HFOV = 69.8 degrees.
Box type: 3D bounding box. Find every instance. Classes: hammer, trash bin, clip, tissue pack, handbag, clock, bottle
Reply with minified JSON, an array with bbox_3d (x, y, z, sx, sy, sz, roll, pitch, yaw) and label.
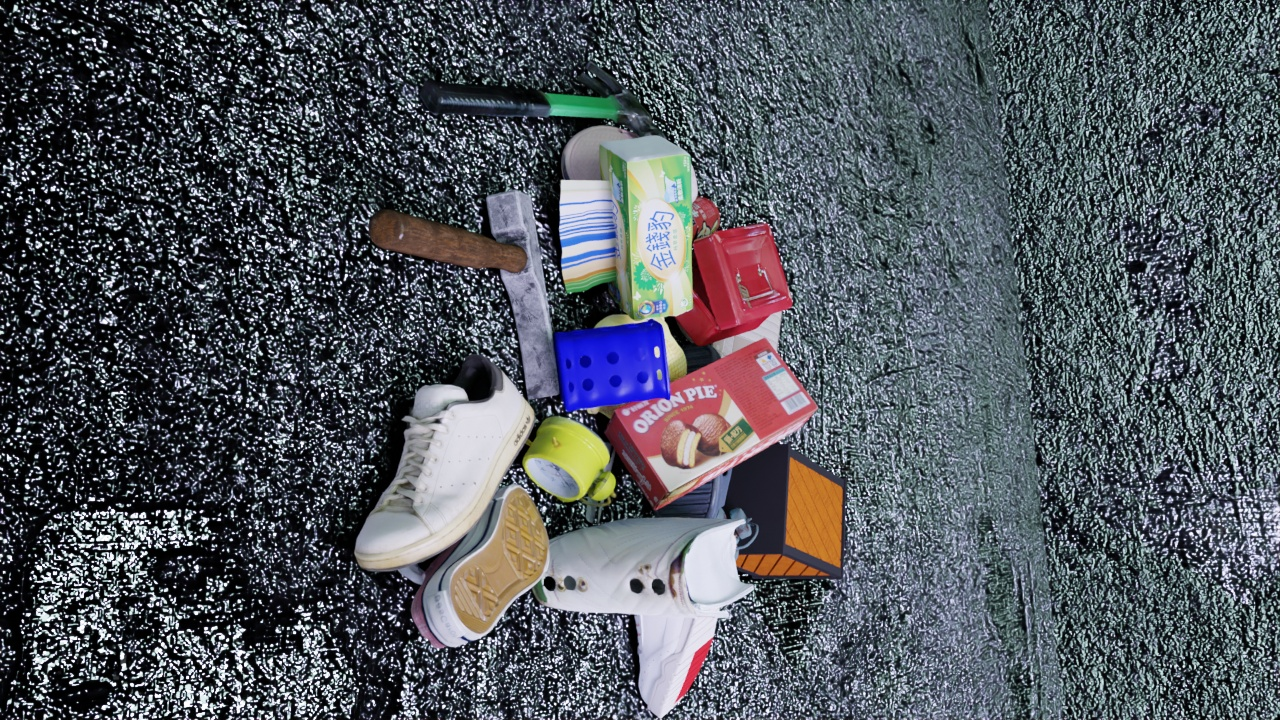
[{"bbox_3d":[-0.154,-0.066,0.852,0.300,0.037,0.217,-4,84,-75],"label":"hammer"},{"bbox_3d":[0.175,0.209,1.238,0.171,0.140,0.139,31,58,-47],"label":"trash bin"},{"bbox_3d":[-0.056,0.130,1.051,0.054,0.044,0.101,53,42,-50],"label":"clip"},{"bbox_3d":[-0.024,-0.147,1.051,0.141,0.120,0.198,-11,112,-16],"label":"tissue pack"},{"bbox_3d":[-0.107,-0.288,1.030,0.317,0.032,0.130,-14,66,-48],"label":"hammer"},{"bbox_3d":[0.003,0.219,0.954,0.141,0.199,0.096,-4,87,-53],"label":"handbag"},{"bbox_3d":[-0.072,0.113,0.974,0.119,0.083,0.056,53,49,-28],"label":"clock"},{"bbox_3d":[0.087,0.215,1.129,0.053,0.124,0.089,61,40,-21],"label":"clock"},{"bbox_3d":[0.116,-0.043,1.304,0.198,0.062,0.175,33,57,-36],"label":"handbag"},{"bbox_3d":[0.051,-0.175,1.222,0.137,0.062,0.062,-37,112,-50],"label":"bottle"}]

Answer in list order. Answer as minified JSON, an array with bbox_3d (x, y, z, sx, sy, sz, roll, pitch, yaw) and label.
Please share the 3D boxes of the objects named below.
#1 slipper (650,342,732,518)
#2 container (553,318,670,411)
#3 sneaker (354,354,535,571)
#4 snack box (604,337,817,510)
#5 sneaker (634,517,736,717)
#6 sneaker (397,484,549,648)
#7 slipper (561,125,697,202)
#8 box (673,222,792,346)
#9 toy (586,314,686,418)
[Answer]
[{"bbox_3d":[0.072,0.105,1.169,0.082,0.101,0.263,44,43,-49],"label":"slipper"},{"bbox_3d":[-0.033,0.005,1.002,0.084,0.113,0.085,-140,-137,-79],"label":"container"},{"bbox_3d":[-0.180,0.080,0.825,0.240,0.089,0.102,-57,135,-48],"label":"sneaker"},{"bbox_3d":[0.085,0.070,1.084,0.235,0.060,0.113,-25,71,-29],"label":"snack box"},{"bbox_3d":[0.028,0.291,1.071,0.090,0.104,0.237,-14,121,-58],"label":"sneaker"},{"bbox_3d":[-0.155,0.192,0.843,0.118,0.088,0.240,61,17,-6],"label":"sneaker"},{"bbox_3d":[-0.011,-0.236,1.155,0.221,0.056,0.106,-5,79,-43],"label":"slipper"},{"bbox_3d":[0.107,-0.094,1.214,0.157,0.127,0.137,-16,85,-52],"label":"box"},{"bbox_3d":[-0.007,0.006,1.107,0.170,0.065,0.154,29,73,-41],"label":"toy"}]
